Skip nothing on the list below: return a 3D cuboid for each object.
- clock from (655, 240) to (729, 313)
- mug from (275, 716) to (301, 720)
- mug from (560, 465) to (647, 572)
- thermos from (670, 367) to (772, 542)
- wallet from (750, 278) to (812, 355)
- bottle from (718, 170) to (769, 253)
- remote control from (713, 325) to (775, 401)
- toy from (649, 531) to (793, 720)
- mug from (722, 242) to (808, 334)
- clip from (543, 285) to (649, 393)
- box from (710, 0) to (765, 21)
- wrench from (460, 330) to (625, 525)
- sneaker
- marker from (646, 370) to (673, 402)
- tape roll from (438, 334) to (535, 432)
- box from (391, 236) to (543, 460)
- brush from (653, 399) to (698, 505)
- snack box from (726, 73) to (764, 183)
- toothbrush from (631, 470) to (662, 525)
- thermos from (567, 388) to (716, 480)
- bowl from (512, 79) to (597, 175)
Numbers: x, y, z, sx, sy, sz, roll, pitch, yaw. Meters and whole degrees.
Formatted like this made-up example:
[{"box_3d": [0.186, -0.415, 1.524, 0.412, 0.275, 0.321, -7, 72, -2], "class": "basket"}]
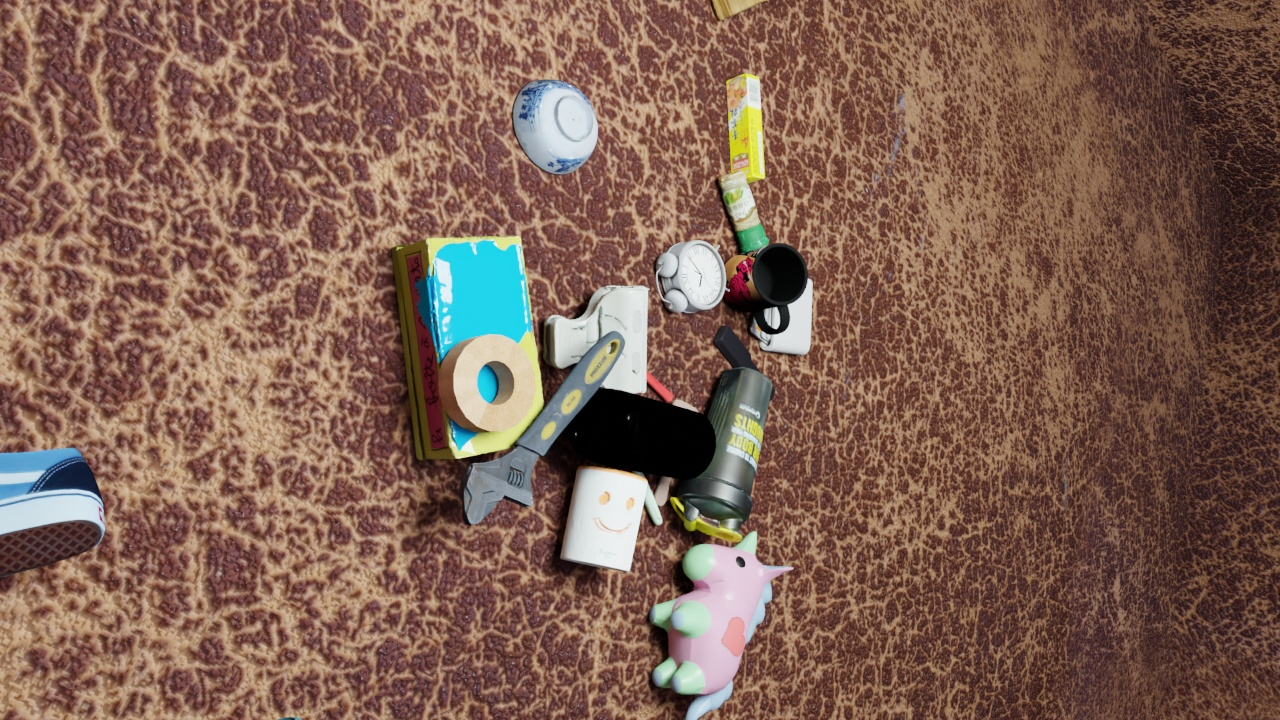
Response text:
[{"box_3d": [0.064, -0.108, 1.197, 0.122, 0.035, 0.094, -20, 99, -44], "class": "clock"}, {"box_3d": [-0.314, 0.368, 0.770, 0.112, 0.084, 0.104, -19, 93, -14], "class": "mug"}, {"box_3d": [-0.042, 0.179, 1.037, 0.082, 0.082, 0.105, 24, 71, -40], "class": "mug"}, {"box_3d": [0.111, 0.119, 1.186, 0.098, 0.098, 0.220, 38, 58, -35], "class": "thermos"}, {"box_3d": [0.201, -0.071, 1.324, 0.115, 0.038, 0.118, 6, 85, -43], "class": "wallet"}, {"box_3d": [0.143, -0.207, 1.277, 0.043, 0.043, 0.111, -32, 107, -41], "class": "bottle"}, {"box_3d": [0.148, 0.007, 1.279, 0.136, 0.015, 0.032, 49, 56, -29], "class": "remote control"}, {"box_3d": [0.097, 0.330, 1.142, 0.170, 0.120, 0.222, 2, 84, -34], "class": "toy"}, {"box_3d": [0.169, -0.092, 1.233, 0.081, 0.098, 0.118, -16, 93, -21], "class": "mug"}, {"box_3d": [-0.034, -0.023, 1.055, 0.151, 0.101, 0.126, -6, 99, -48], "class": "clip"}, {"box_3d": [0.191, -0.660, 1.273, 0.250, 0.193, 0.279, -40, 111, -41], "class": "box"}, {"box_3d": [-0.093, 0.064, 0.935, 0.073, 0.022, 0.272, 50, 55, -19], "class": "wrench"}, {"box_3d": [-0.508, 0.107, 0.625, 0.240, 0.084, 0.098, -10, 55, -36], "class": "sneaker"}, {"box_3d": [-0.007, 0.007, 1.135, 0.142, 0.013, 0.012, 44, 58, -31], "class": "marker"}, {"box_3d": [-0.147, 0.023, 0.886, 0.093, 0.027, 0.094, 6, 81, -42], "class": "tape roll"}, {"box_3d": [-0.174, -0.015, 0.938, 0.124, 0.079, 0.221, -10, 91, -43], "class": "box"}, {"box_3d": [0.038, 0.118, 1.168, 0.050, 0.015, 0.135, 29, 72, -42], "class": "brush"}, {"box_3d": [0.148, -0.326, 1.296, 0.028, 0.040, 0.148, 0, 86, -43], "class": "snack box"}, {"box_3d": [-0.004, 0.134, 1.122, 0.022, 0.015, 0.155, -28, 105, -21], "class": "toothbrush"}, {"box_3d": [-0.004, 0.083, 1.048, 0.198, 0.086, 0.086, 18, 73, -50], "class": "thermos"}, {"box_3d": [-0.088, -0.276, 1.063, 0.114, 0.045, 0.114, 5, 82, -43], "class": "bowl"}]
